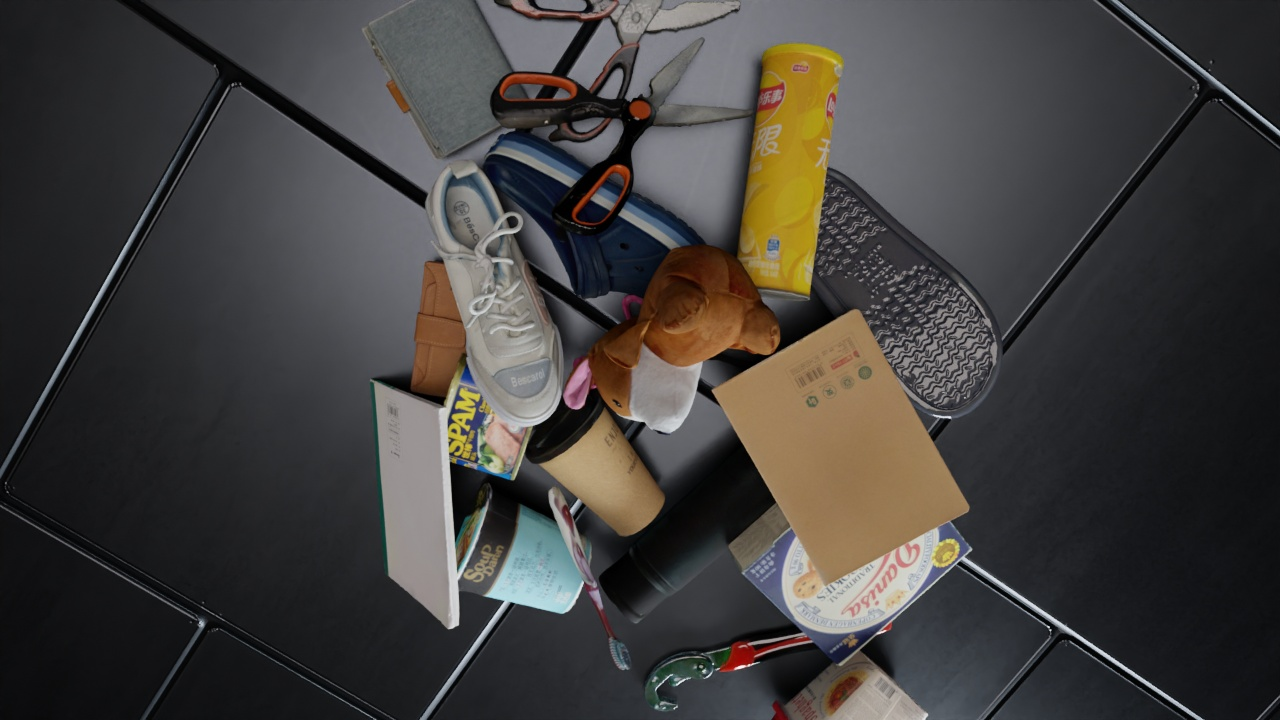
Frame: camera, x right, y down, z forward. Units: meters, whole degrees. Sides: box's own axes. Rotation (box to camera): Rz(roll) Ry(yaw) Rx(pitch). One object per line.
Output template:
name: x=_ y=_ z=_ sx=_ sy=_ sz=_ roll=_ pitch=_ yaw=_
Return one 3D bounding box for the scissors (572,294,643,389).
scissors: x=-0.006 y=0.006 z=0.874 sx=0.134 sy=0.017 sz=0.133 roll=-17 pitch=94 yaw=-29

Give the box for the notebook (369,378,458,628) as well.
notebook: x=-0.217 y=0.131 z=0.872 sx=0.012 sy=0.150 sz=0.209 roll=-11 pitch=106 yaw=-38

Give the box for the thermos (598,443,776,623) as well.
thermos: x=0.068 y=0.153 z=0.902 sx=0.242 sy=0.090 sz=0.068 roll=-41 pitch=85 yaw=4

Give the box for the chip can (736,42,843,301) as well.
chip can: x=0.127 y=-0.162 z=0.804 sx=0.072 sy=0.072 sz=0.213 roll=8 pitch=90 yaw=-2

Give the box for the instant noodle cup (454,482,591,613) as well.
instant noodle cup: x=-0.117 y=0.193 z=0.901 sx=0.120 sy=0.111 sz=0.111 roll=24 pitch=102 yaw=-14

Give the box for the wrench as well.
wrench: x=0.132 y=0.308 z=0.968 sx=0.273 sy=0.016 sz=0.056 roll=-20 pitch=102 yaw=4

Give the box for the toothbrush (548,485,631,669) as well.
toothbrush: x=-0.048 y=0.206 z=0.868 sx=0.016 sy=0.017 sz=0.187 roll=-22 pitch=91 yaw=-30

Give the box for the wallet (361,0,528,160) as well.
wallet: x=-0.174 y=-0.259 z=0.823 sx=0.106 sy=0.037 sz=0.130 roll=-30 pitch=103 yaw=-4

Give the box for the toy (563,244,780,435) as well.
toy: x=0.025 y=-0.003 z=0.778 sx=0.140 sy=0.130 sz=0.200 roll=14 pitch=147 yaw=-31

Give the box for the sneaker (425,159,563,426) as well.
sneaker: x=-0.122 y=-0.063 z=0.803 sx=0.089 sy=0.091 sz=0.242 roll=-18 pitch=83 yaw=-21

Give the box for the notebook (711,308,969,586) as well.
notebook: x=0.178 y=0.079 z=0.814 sx=0.148 sy=0.008 sz=0.207 roll=-30 pitch=94 yaw=6

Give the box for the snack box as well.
snack box: x=0.206 y=0.182 z=0.888 sx=0.178 sy=0.046 sz=0.182 roll=-42 pitch=118 yaw=3

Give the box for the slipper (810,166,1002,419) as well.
slipper: x=0.227 y=-0.067 z=0.853 sx=0.111 sy=0.083 sz=0.268 roll=-41 pitch=81 yaw=9

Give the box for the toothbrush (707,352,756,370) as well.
toothbrush: x=0.133 y=0.015 z=0.902 sx=0.189 sy=0.017 sz=0.014 roll=20 pitch=103 yaw=-8

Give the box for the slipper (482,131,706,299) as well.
slipper: x=-0.037 y=-0.106 z=0.818 sx=0.253 sy=0.105 sz=0.095 roll=35 pitch=79 yaw=-5

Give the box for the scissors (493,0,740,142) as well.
scissors: x=-0.020 y=-0.294 z=0.825 sx=0.223 sy=0.015 sz=0.189 roll=-1 pitch=103 yaw=0

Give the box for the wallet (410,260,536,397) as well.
wallet: x=-0.162 y=-0.025 z=0.882 sx=0.108 sy=0.031 sz=0.132 roll=10 pitch=102 yaw=-4

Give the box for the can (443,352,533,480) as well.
can: x=-0.143 y=0.054 z=0.861 sx=0.083 sy=0.057 sz=0.102 roll=18 pitch=110 yaw=-7

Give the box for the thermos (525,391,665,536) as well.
thermos: x=-0.042 y=0.099 z=0.885 sx=0.093 sy=0.093 sz=0.143 roll=-37 pitch=108 yaw=8

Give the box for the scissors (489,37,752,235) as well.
scissors: x=-0.020 y=-0.199 z=0.785 sx=0.221 sy=0.022 sz=0.231 roll=15 pitch=71 yaw=-2

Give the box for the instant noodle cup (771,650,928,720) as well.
instant noodle cup: x=0.215 y=0.372 z=0.940 sx=0.116 sy=0.116 sz=0.124 roll=43 pitch=88 yaw=-10
